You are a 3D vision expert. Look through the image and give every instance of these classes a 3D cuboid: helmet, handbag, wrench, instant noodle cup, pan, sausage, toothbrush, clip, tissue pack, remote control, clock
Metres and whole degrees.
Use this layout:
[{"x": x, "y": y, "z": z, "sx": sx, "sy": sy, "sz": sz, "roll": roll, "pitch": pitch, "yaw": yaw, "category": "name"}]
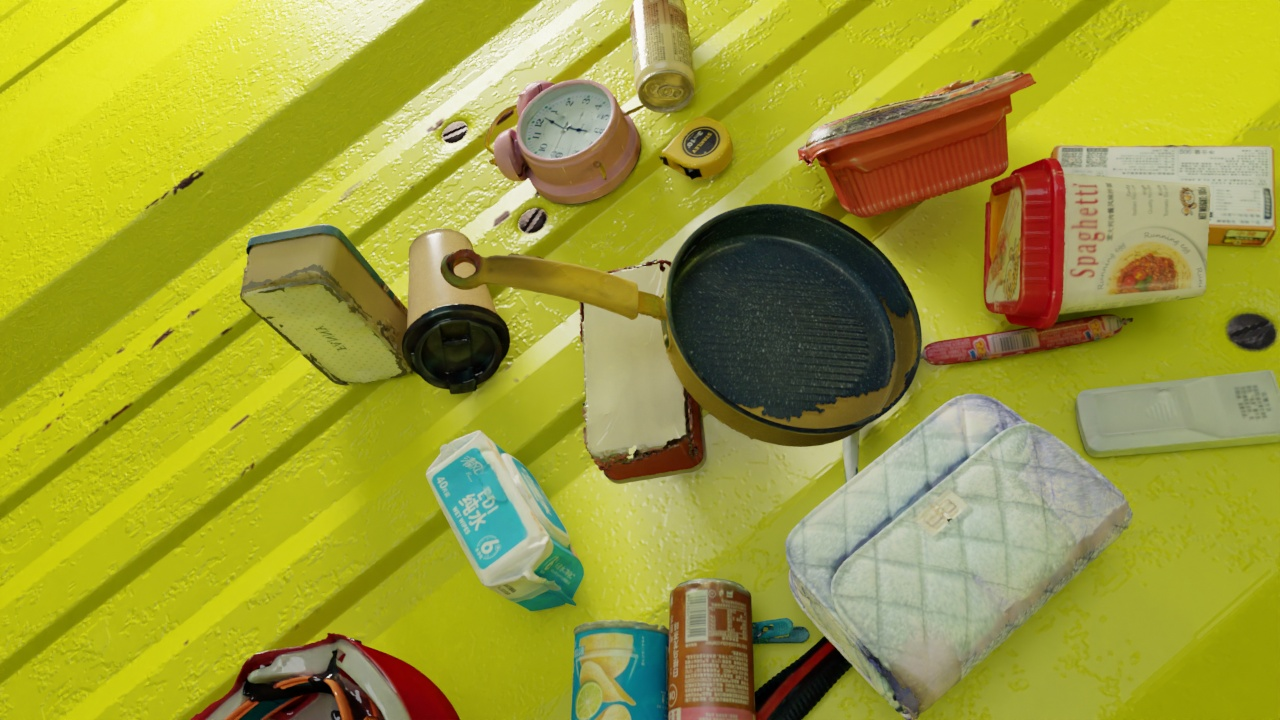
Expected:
[{"x": -0.211, "y": 0.306, "z": 0.620, "sx": 0.240, "sy": 0.144, "sz": 0.206, "roll": -25, "pitch": 57, "yaw": 21, "category": "helmet"}, {"x": 0.195, "y": 0.118, "z": 0.592, "sx": 0.193, "sy": 0.076, "sz": 0.134, "roll": -38, "pitch": 57, "yaw": -11, "category": "handbag"}, {"x": 0.158, "y": 0.186, "z": 0.630, "sx": 0.273, "sy": 0.016, "sz": 0.056, "roll": -37, "pitch": 54, "yaw": -3, "category": "wrench"}, {"x": 0.321, "y": -0.082, "z": 0.653, "sx": 0.124, "sy": 0.116, "sz": 0.116, "roll": 0, "pitch": 95, "yaw": 5, "category": "instant noodle cup"}, {"x": 0.037, "y": -0.040, "z": 0.665, "sx": 0.357, "sy": 0.078, "sz": 0.197, "roll": 2, "pitch": 61, "yaw": -11, "category": "pan"}, {"x": 0.286, "y": -0.015, "z": 0.689, "sx": 0.156, "sy": 0.020, "sz": 0.020, "roll": -10, "pitch": 61, "yaw": 14, "category": "sausage"}, {"x": 0.149, "y": 0.106, "z": 0.667, "sx": 0.018, "sy": 0.016, "sz": 0.191, "roll": -12, "pitch": 54, "yaw": 31, "category": "toothbrush"}, {"x": 0.213, "y": -0.169, "z": 0.728, "sx": 0.165, "sy": 0.188, "sz": 0.079, "roll": -17, "pitch": 101, "yaw": 11, "category": "instant noodle cup"}, {"x": 0.088, "y": 0.192, "z": 0.647, "sx": 0.054, "sy": 0.033, "sz": 0.013, "roll": -14, "pitch": 57, "yaw": 27, "category": "clip"}, {"x": -0.100, "y": 0.124, "z": 0.704, "sx": 0.063, "sy": 0.090, "sz": 0.140, "roll": -36, "pitch": 58, "yaw": -2, "category": "tissue pack"}, {"x": 0.370, "y": 0.037, "z": 0.632, "sx": 0.125, "sy": 0.024, "sz": 0.049, "roll": -7, "pitch": 62, "yaw": 14, "category": "remote control"}, {"x": -0.080, "y": -0.218, "z": 0.892, "sx": 0.159, "sy": 0.060, "sz": 0.117, "roll": 13, "pitch": 68, "yaw": 26, "category": "clock"}]

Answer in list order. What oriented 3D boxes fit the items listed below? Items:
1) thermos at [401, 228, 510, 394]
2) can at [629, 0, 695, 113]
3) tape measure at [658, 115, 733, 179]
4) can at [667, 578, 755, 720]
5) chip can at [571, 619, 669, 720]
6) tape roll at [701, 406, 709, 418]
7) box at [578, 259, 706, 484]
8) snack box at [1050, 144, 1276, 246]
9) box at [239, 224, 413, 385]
[{"x": -0.171, "y": -0.049, "z": 0.824, "sx": 0.093, "sy": 0.093, "sz": 0.143, "roll": -24, "pitch": 50, "yaw": 5, "category": "thermos"}, {"x": 0.021, "y": -0.306, "z": 0.904, "sx": 0.058, "sy": 0.058, "sz": 0.116, "roll": -11, "pitch": 61, "yaw": 13, "category": "can"}, {"x": 0.057, "y": -0.194, "z": 0.852, "sx": 0.057, "sy": 0.029, "sz": 0.060, "roll": 35, "pitch": 78, "yaw": 31, "category": "tape measure"}, {"x": 0.047, "y": 0.223, "z": 0.608, "sx": 0.058, "sy": 0.058, "sz": 0.147, "roll": -7, "pitch": 57, "yaw": 15, "category": "can"}, {"x": -0.015, "y": 0.284, "z": 0.604, "sx": 0.071, "sy": 0.071, "sz": 0.209, "roll": -8, "pitch": 61, "yaw": 14, "category": "chip can"}, {"x": 0.025, "y": 0.017, "z": 0.762, "sx": 0.086, "sy": 0.014, "sz": 0.085, "roll": -8, "pitch": 62, "yaw": 14, "category": "tape roll"}, {"x": -0.004, "y": 0.004, "z": 0.725, "sx": 0.091, "sy": 0.076, "sz": 0.168, "roll": -11, "pitch": 60, "yaw": 12, "category": "box"}, {"x": 0.397, "y": -0.129, "z": 0.707, "sx": 0.154, "sy": 0.026, "sz": 0.075, "roll": 6, "pitch": 66, "yaw": 21, "category": "snack box"}, {"x": -0.267, "y": -0.046, "z": 0.793, "sx": 0.090, "sy": 0.184, "sz": 0.059, "roll": -7, "pitch": 58, "yaw": 9, "category": "box"}]
